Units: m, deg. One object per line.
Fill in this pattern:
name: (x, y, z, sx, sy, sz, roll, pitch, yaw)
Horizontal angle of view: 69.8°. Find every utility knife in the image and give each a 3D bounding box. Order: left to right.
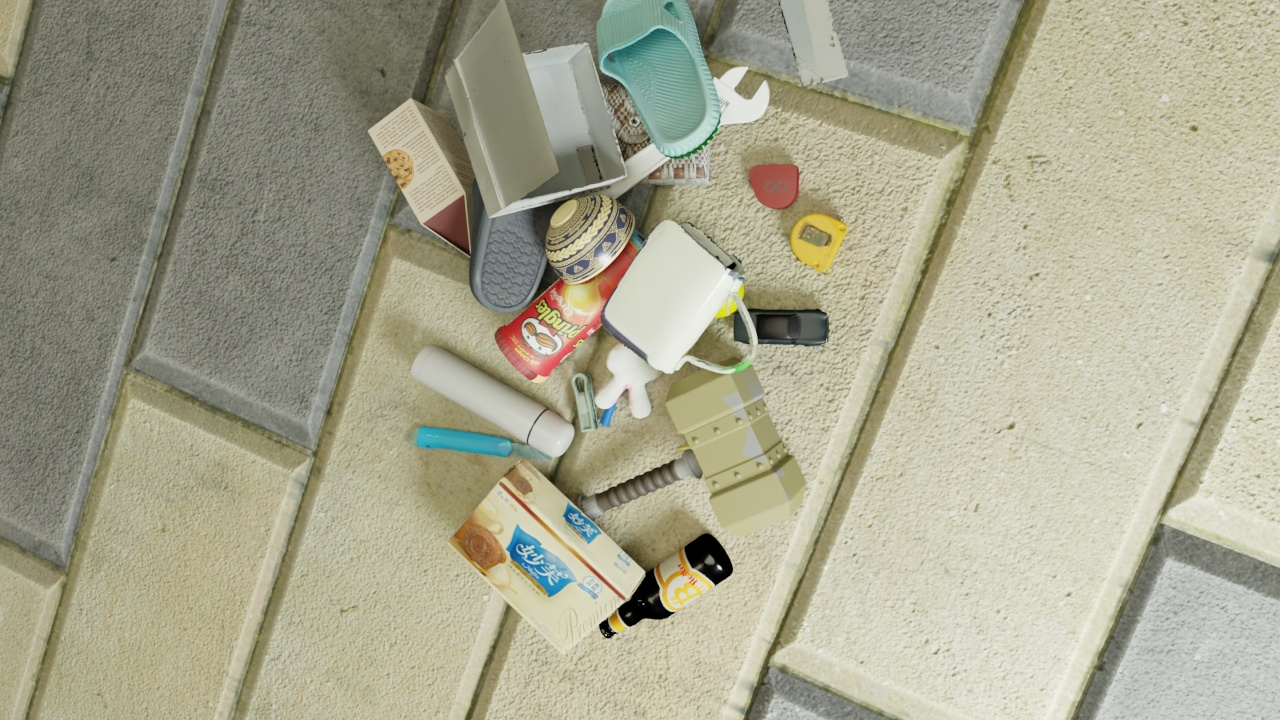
utility knife: (-0.211, 0.111, 1.198, 0.207, 0.015, 0.031, 7, 95, 18)

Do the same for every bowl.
bowl: (-0.069, -0.151, 1.060, 0.112, 0.112, 0.061, -39, 122, 13)

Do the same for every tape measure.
tape measure: (0.158, -0.206, 1.089, 0.059, 0.019, 0.051, 3, 95, 21)
tape measure: (0.205, -0.143, 1.073, 0.059, 0.030, 0.068, 27, 98, 10)

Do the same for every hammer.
hammer: (0.012, 0.147, 1.108, 0.326, 0.100, 0.190, -26, 85, 21)

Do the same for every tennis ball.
tennis ball: (0.089, -0.083, 1.087, 0.065, 0.065, 0.065, 1, 92, 14)

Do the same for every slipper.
slipper: (-0.150, -0.191, 1.109, 0.083, 0.110, 0.268, 18, 95, 56)
slipper: (0.015, -0.350, 1.052, 0.116, 0.069, 0.276, -29, 62, 18)

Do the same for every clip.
clip: (-0.069, 0.052, 1.153, 0.023, 0.043, 0.076, -10, 89, 13)

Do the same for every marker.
marker: (-0.022, 0.016, 1.147, 0.013, 0.013, 0.142, 22, 97, 13)

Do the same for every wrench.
wrench: (0.030, -0.250, 1.078, 0.274, 0.018, 0.066, -32, 92, 19)

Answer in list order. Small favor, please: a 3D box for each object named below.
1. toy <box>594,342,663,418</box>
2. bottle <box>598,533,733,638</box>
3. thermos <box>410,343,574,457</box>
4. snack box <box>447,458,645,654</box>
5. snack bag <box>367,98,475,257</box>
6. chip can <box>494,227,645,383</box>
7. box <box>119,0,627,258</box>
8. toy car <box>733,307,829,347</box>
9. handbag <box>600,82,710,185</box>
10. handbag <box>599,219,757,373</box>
toy: (-0.007, 0.007, 1.121, 0.076, 0.037, 0.125, 13, 106, -18)
bottle: (0.025, 0.284, 1.120, 0.182, 0.059, 0.059, -37, 83, 13)
thermos: (-0.187, 0.052, 1.170, 0.224, 0.052, 0.052, 28, 98, 12)
snack box: (-0.119, 0.241, 1.121, 0.207, 0.055, 0.154, 43, 124, 2)
snack bag: (-0.243, -0.213, 1.153, 0.070, 0.094, 0.206, -32, 84, 13)
chip can: (-0.073, -0.072, 1.120, 0.213, 0.087, 0.087, -41, 82, 11)
box: (-0.197, -0.220, 0.863, 0.234, 0.527, 0.167, -16, 95, 17)
toy car: (0.165, -0.040, 1.085, 0.112, 0.034, 0.046, 2, 92, 14)
handbag: (-0.004, -0.276, 1.114, 0.186, 0.047, 0.124, 2, 94, 14)
handbag: (0.061, -0.052, 1.025, 0.176, 0.073, 0.151, 41, 111, 20)
